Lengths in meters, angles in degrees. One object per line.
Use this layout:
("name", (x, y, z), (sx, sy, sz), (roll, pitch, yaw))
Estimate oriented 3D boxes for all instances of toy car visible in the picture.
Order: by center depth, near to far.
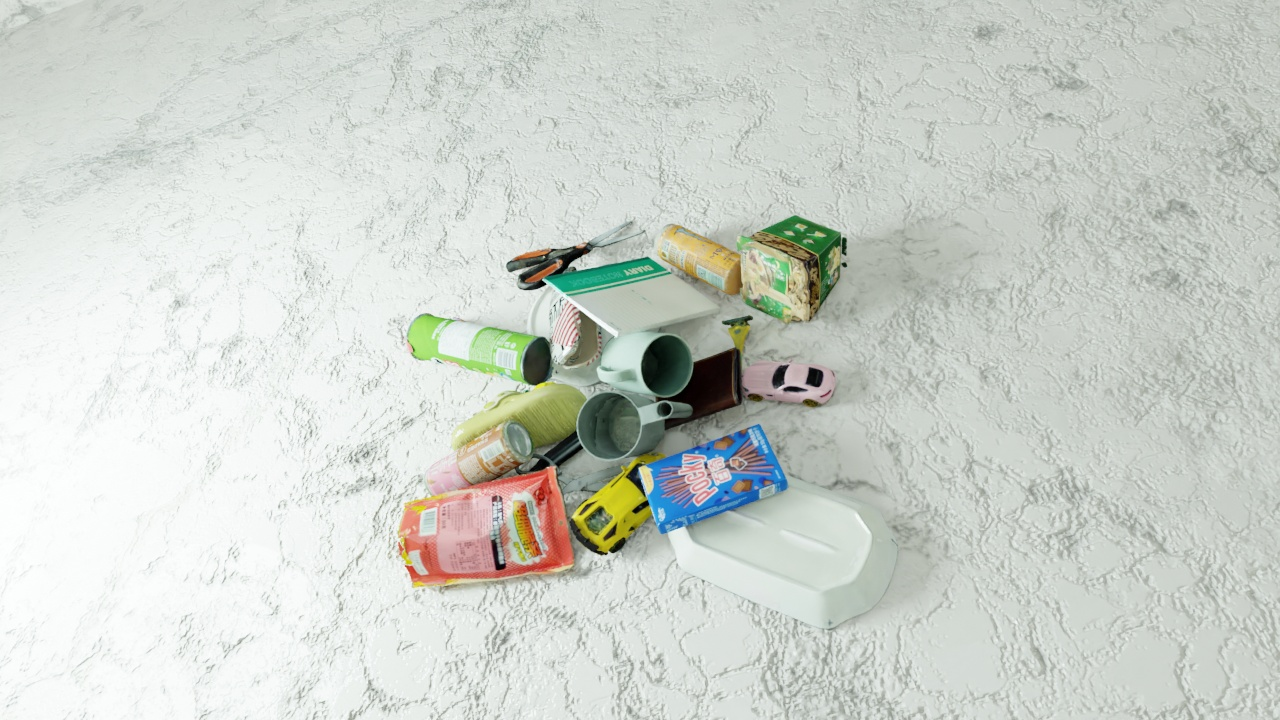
("toy car", (-0.016, 0.169, 1.113), (0.155, 0.041, 0.071), (-38, 62, -14))
("toy car", (0.186, 0.026, 1.167), (0.122, 0.037, 0.056), (4, 53, 23))

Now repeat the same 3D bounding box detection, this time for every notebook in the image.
("notebook", (-0.009, -0.090, 1.249), (0.150, 0.012, 0.208), (38, 35, 30))

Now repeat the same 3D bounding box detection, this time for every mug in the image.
("mug", (-0.003, 0.075, 1.128), (0.124, 0.103, 0.083), (-16, 81, 17))
("mug", (-0.007, 0.007, 1.191), (0.111, 0.082, 0.106), (-18, 15, -33))

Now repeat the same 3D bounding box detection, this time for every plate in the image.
("plate", (0.154, 0.196, 1.044), (0.266, 0.034, 0.161), (18, 61, 30))
("plate", (-0.073, -0.059, 1.317), (0.205, 0.045, 0.204), (-9, 51, 11))

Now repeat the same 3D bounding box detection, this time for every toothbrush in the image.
("toothbrush", (-0.114, 0.130, 1.195), (0.212, 0.026, 0.027), (-37, 84, -9))

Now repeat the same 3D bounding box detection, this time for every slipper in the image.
("slipper", (-0.164, 0.070, 1.219), (0.190, 0.092, 0.081), (-22, 47, 6))

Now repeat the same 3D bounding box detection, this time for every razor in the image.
("razor", (0.124, -0.002, 1.214), (0.043, 0.028, 0.132), (-9, 51, 27))

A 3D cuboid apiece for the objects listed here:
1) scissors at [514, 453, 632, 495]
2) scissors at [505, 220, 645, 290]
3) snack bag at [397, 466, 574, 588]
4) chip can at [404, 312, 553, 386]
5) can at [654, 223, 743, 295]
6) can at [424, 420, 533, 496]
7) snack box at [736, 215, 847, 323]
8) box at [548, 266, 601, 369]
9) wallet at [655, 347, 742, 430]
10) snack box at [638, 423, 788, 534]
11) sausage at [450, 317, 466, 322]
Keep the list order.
("scissors", (-0.085, 0.158, 1.159), (0.159, 0.014, 0.171), (38, 78, 19))
("scissors", (-0.112, -0.166, 1.406), (0.224, 0.022, 0.220), (2, 34, 37))
("snack bag", (-0.190, 0.210, 1.126), (0.208, 0.073, 0.128), (-12, 76, 7))
("chip can", (-0.229, -0.017, 1.298), (0.236, 0.072, 0.072), (11, 57, 35))
("can", (0.089, -0.147, 1.321), (0.146, 0.058, 0.058), (32, 68, 35))
("can", (-0.207, 0.131, 1.172), (0.148, 0.058, 0.057), (-30, 45, 25))
("snack box", (0.208, -0.130, 1.243), (0.117, 0.118, 0.105), (29, 54, 34))
("box", (-0.087, -0.051, 1.262), (0.074, 0.079, 0.163), (-41, 39, 32))
("wallet", (0.073, 0.037, 1.190), (0.122, 0.020, 0.096), (-20, 43, 25))
("snack box", (0.083, 0.137, 1.070), (0.157, 0.026, 0.084), (-20, 49, -1))
("sausage", (-0.237, -0.031, 1.367), (0.156, 0.020, 0.020), (33, 69, 35))
